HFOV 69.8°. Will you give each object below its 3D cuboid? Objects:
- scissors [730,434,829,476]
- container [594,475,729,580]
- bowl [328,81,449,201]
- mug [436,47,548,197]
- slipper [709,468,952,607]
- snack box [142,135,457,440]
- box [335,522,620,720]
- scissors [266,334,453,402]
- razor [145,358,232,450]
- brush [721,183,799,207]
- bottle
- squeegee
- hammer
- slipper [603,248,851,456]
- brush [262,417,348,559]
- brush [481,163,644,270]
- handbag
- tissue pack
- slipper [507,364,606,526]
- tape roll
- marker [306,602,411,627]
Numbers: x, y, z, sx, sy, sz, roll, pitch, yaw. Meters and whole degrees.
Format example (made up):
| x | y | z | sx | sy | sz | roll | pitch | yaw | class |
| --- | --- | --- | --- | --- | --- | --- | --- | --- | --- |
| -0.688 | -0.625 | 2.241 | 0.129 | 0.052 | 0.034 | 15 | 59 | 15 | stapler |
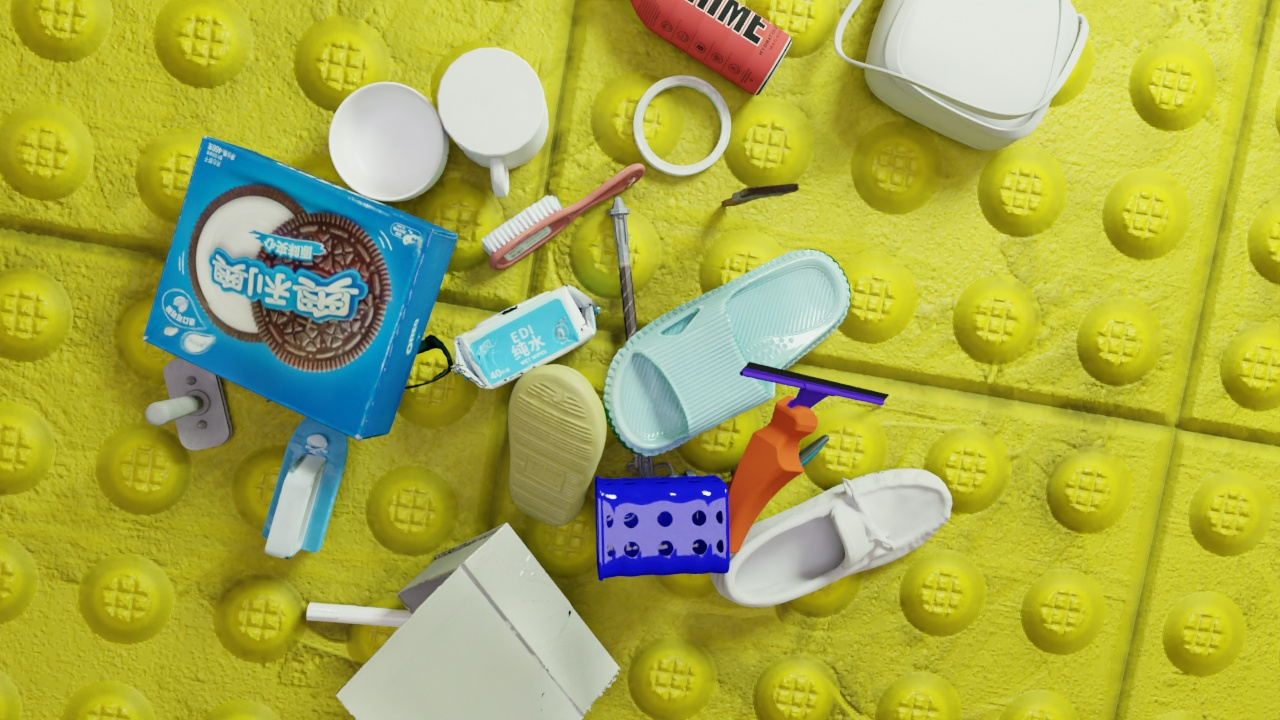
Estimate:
| x | y | z | sx | sy | sz | roll | pitch | yaw | class |
| --- | --- | --- | --- | --- | --- | --- | --- | --- | --- |
| 0.120 | 0.105 | 0.900 | 0.129 | 0.019 | 0.139 | 4 | 98 | -8 | scissors |
| 0.018 | 0.147 | 0.819 | 0.113 | 0.084 | 0.085 | -1 | 90 | -4 | container |
| -0.226 | -0.198 | 0.841 | 0.105 | 0.054 | 0.105 | 0 | 97 | 2 | bowl |
| -0.129 | -0.209 | 0.828 | 0.091 | 0.090 | 0.121 | -4 | 94 | -3 | mug |
| 0.186 | 0.171 | 0.890 | 0.246 | 0.074 | 0.112 | -20 | 111 | -3 | slipper |
| -0.304 | -0.064 | 0.812 | 0.239 | 0.056 | 0.195 | 22 | 98 | 10 | snack box |
| -0.105 | 0.245 | 0.658 | 0.148 | 0.506 | 0.167 | -38 | 94 | -4 | box |
| -0.273 | -0.033 | 0.862 | 0.209 | 0.015 | 0.154 | -7 | 74 | 12 | scissors |
| -0.410 | 0.042 | 0.819 | 0.047 | 0.116 | 0.088 | -12 | 95 | -7 | razor |
| 0.094 | -0.145 | 0.818 | 0.045 | 0.143 | 0.008 | -7 | 96 | -11 | brush |
| 0.050 | -0.316 | 0.844 | 0.176 | 0.062 | 0.062 | 31 | 92 | -5 | bottle |
| 0.119 | 0.093 | 0.841 | 0.055 | 0.249 | 0.185 | 33 | 104 | 39 | squeegee |
| -0.005 | 0.006 | 0.879 | 0.098 | 0.044 | 0.322 | -6 | 92 | -3 | hammer |
| 0.087 | -0.015 | 0.844 | 0.275 | 0.069 | 0.116 | -32 | 91 | -13 | slipper |
| -0.308 | 0.109 | 0.851 | 0.055 | 0.075 | 0.136 | 17 | 94 | -5 | brush |
| -0.074 | -0.144 | 0.865 | 0.172 | 0.041 | 0.030 | -33 | 78 | -1 | brush |
| 0.310 | -0.327 | 0.844 | 0.216 | 0.095 | 0.222 | 24 | 87 | -7 | handbag |
| -0.105 | -0.022 | 0.842 | 0.144 | 0.093 | 0.061 | -27 | 93 | -1 | tissue pack |
| -0.070 | 0.074 | 0.846 | 0.092 | 0.081 | 0.191 | 24 | 131 | 13 | slipper |
| 0.039 | -0.223 | 0.874 | 0.093 | 0.013 | 0.093 | 0 | 95 | -3 | tape roll |
| -0.256 | 0.249 | 0.891 | 0.133 | 0.020 | 0.017 | 5 | 84 | -4 | marker |
